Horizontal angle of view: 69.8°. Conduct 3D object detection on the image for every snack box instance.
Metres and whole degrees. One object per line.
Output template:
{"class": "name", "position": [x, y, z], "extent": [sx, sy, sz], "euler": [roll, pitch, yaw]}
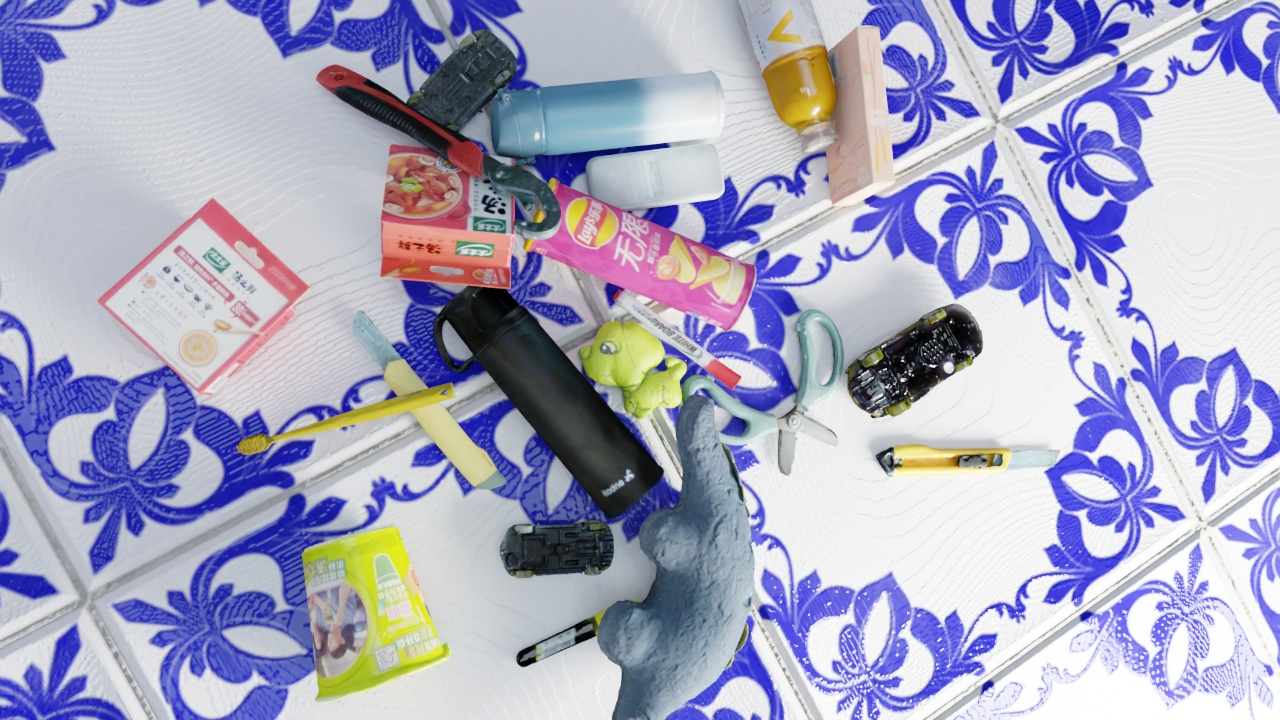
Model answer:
{"class": "snack box", "position": [-0.168, -0.128, 0.809], "extent": [0.113, 0.044, 0.127], "euler": [4, 52, -14]}
{"class": "snack box", "position": [-0.367, -0.053, 0.785], "extent": [0.113, 0.044, 0.127], "euler": [44, 78, -5]}
{"class": "snack box", "position": [0.214, -0.241, 0.918], "extent": [0.026, 0.084, 0.157], "euler": [-5, 86, -17]}

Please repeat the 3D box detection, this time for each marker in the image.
{"class": "marker", "position": [0.035, -0.021, 0.880], "extent": [0.145, 0.017, 0.017], "euler": [37, 78, 1]}
{"class": "marker", "position": [-0.057, 0.252, 0.847], "extent": [0.124, 0.015, 0.018], "euler": [-22, 88, -11]}

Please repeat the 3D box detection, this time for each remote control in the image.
{"class": "remote control", "position": [0.015, -0.178, 0.898], "extent": [0.136, 0.020, 0.056], "euler": [-11, 89, -14]}

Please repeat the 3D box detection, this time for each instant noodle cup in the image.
{"class": "instant noodle cup", "position": [-0.228, 0.205, 0.768], "extent": [0.111, 0.112, 0.123], "euler": [-14, 81, -14]}

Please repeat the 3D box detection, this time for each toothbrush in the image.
{"class": "toothbrush", "position": [-0.257, 0.051, 0.806], "extent": [0.190, 0.016, 0.015], "euler": [-15, 93, -9]}

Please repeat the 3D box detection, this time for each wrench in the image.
{"class": "wrench", "position": [-0.178, -0.191, 0.813], "extent": [0.273, 0.016, 0.056], "euler": [35, 57, 12]}

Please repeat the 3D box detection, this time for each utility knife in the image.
{"class": "utility knife", "position": [0.345, 0.102, 0.953], "extent": [0.216, 0.015, 0.033], "euler": [0, 88, -14]}
{"class": "utility knife", "position": [-0.195, 0.039, 0.830], "extent": [0.031, 0.021, 0.204], "euler": [-40, 101, -18]}

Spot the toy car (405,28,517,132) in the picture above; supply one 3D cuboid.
{"class": "toy car", "position": [-0.167, -0.253, 0.855], "extent": [0.054, 0.037, 0.120], "euler": [44, 87, -7]}

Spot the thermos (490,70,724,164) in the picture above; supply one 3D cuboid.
{"class": "thermos", "position": [-0.032, -0.231, 0.871], "extent": [0.220, 0.070, 0.070], "euler": [-10, 87, -13]}

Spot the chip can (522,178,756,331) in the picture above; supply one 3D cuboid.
{"class": "chip can", "position": [0.001, -0.097, 0.861], "extent": [0.210, 0.071, 0.071], "euler": [22, 80, -11]}

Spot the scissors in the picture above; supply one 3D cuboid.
{"class": "scissors", "position": [0.125, 0.023, 0.908], "extent": [0.170, 0.019, 0.171], "euler": [13, 83, -13]}

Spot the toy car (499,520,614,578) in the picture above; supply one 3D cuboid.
{"class": "toy car", "position": [-0.077, 0.172, 0.839], "extent": [0.105, 0.031, 0.049], "euler": [1, 84, -15]}

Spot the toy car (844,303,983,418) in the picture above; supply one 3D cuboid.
{"class": "toy car", "position": [0.280, 0.000, 0.933], "extent": [0.158, 0.042, 0.070], "euler": [-29, 92, -13]}

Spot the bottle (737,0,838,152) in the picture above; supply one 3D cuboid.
{"class": "bottle", "position": [0.151, -0.303, 0.916], "extent": [0.068, 0.068, 0.189], "euler": [-18, 89, -14]}

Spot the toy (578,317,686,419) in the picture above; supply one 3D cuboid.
{"class": "toy", "position": [-0.005, 0.005, 0.872], "extent": [0.096, 0.031, 0.100], "euler": [-19, 94, -14]}

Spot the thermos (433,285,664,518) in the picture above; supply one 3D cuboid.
{"class": "thermos", "position": [-0.089, 0.037, 0.838], "extent": [0.090, 0.068, 0.242], "euler": [-40, 93, 17]}

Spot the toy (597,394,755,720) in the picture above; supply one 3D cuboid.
{"class": "toy", "position": [0.040, 0.214, 0.822], "extent": [0.137, 0.091, 0.356], "euler": [22, 81, -42]}
